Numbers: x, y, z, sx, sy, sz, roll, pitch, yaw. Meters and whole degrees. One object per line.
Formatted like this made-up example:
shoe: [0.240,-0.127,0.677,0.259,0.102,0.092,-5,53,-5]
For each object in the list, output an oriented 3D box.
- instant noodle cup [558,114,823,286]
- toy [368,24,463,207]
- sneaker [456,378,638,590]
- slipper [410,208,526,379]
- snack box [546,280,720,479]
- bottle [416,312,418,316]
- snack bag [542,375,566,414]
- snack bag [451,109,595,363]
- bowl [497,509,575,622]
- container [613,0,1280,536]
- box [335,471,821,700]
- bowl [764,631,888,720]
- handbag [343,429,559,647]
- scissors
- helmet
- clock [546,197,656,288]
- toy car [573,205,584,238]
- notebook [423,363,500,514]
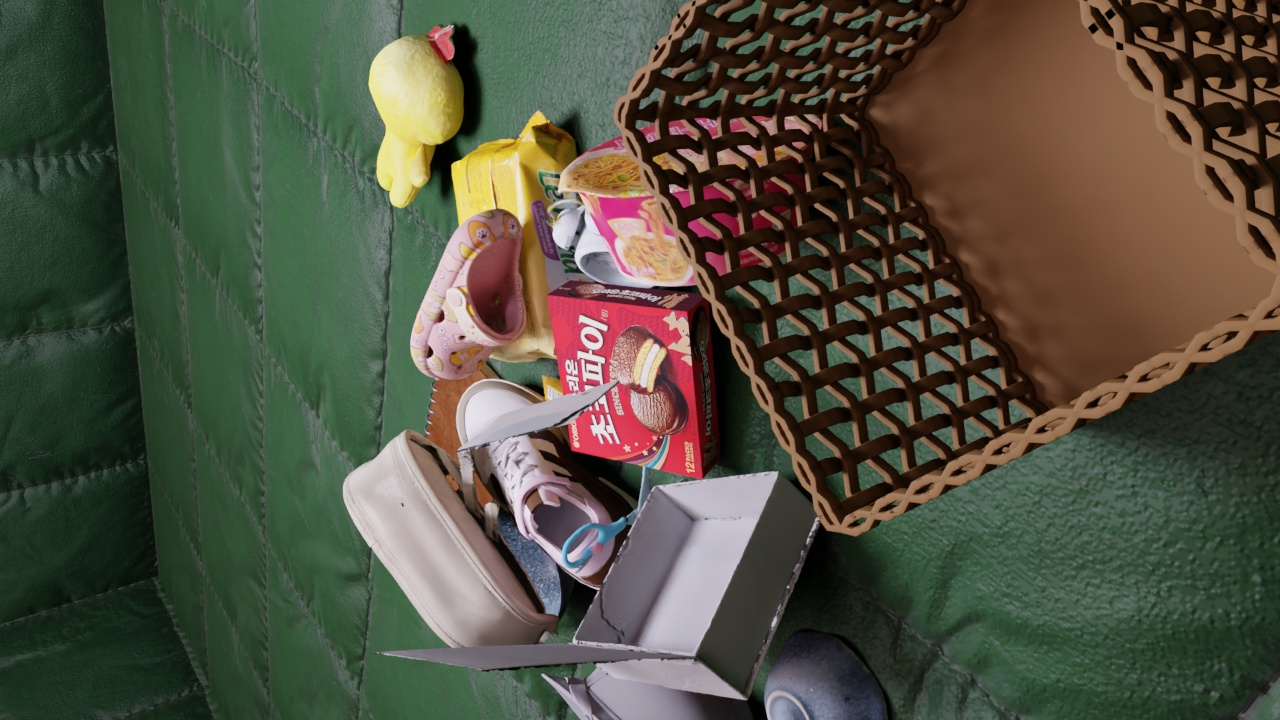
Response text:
instant noodle cup: [0.042,-0.114,0.644,0.179,0.178,0.078,20,133,47]
toy: [-0.253,-0.270,1.012,0.134,0.092,0.208,50,137,34]
sneaker: [-0.112,0.111,0.901,0.112,0.116,0.294,-47,57,4]
slipper: [-0.148,-0.045,0.846,0.081,0.093,0.198,43,132,21]
snack box: [-0.004,0.015,0.779,0.133,0.035,0.152,9,120,30]
bottle: [-0.220,-0.058,1.057,0.109,0.063,0.063,-17,87,52]
snack bag: [-0.069,0.043,0.935,0.099,0.020,0.026,28,127,43]
snack bag: [-0.119,-0.109,0.913,0.160,0.068,0.247,2,102,52]
bowl: [-0.102,0.220,1.001,0.137,0.057,0.137,19,115,47]
container: [0.171,-0.093,0.440,0.220,0.213,0.251,-44,67,48]
box: [-0.031,0.169,0.669,0.168,0.329,0.164,-18,74,51]
bowl: [0.136,0.275,0.726,0.110,0.055,0.110,19,115,48]
handbag: [-0.163,0.172,0.910,0.132,0.184,0.229,-37,67,8]
scissors: [-0.003,0.160,0.817,0.015,0.135,0.130,22,142,61]
helmet: [0.031,0.328,0.833,0.271,0.117,0.183,20,147,53]
clock: [-0.023,-0.104,0.755,0.083,0.117,0.057,-11,58,50]
toy car: [-0.020,-0.137,0.809,0.113,0.039,0.039,-25,60,51]
notebook: [-0.213,0.093,1.127,0.167,0.024,0.226,42,131,33]
